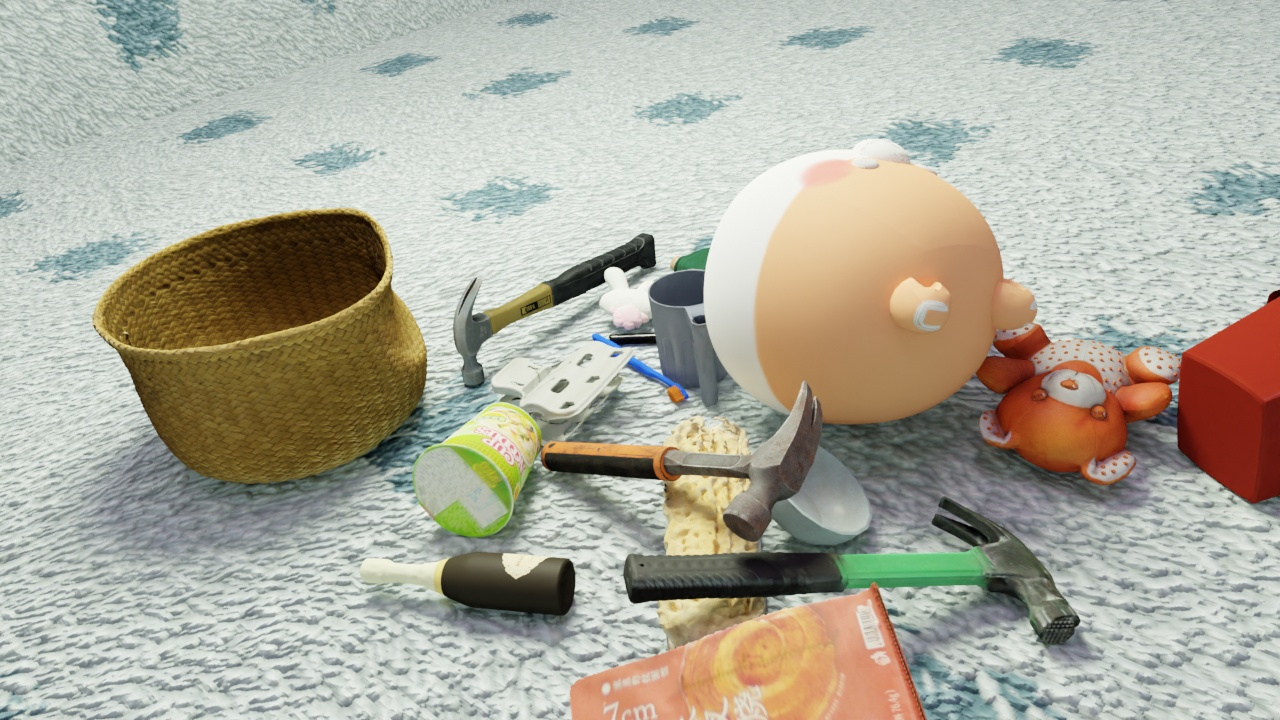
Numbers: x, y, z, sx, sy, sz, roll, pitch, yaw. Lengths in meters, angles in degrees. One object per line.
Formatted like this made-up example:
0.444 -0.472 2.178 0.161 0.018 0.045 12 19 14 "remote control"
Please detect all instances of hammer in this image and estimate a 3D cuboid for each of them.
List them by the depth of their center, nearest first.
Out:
0.146 0.154 0.670 0.318 0.032 0.130 1 33 -13 "hammer"
0.019 0.077 0.784 0.315 0.035 0.137 -4 39 51 "hammer"
-0.096 -0.089 1.129 0.025 0.118 0.331 19 36 38 "hammer"

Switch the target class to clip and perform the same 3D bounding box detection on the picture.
-0.084 0.041 0.974 0.153 0.096 0.125 -10 24 40 "clip"

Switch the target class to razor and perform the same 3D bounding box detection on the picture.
0.034 -0.029 1.072 0.144 0.022 0.042 -7 7 12 "razor"

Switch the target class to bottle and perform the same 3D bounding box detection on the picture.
-0.148 0.181 0.761 0.185 0.045 0.045 1 34 15 "bottle"
0.084 -0.100 1.130 0.061 0.061 0.131 -25 35 -27 "bottle"

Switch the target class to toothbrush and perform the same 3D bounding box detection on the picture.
-0.006 0.006 1.028 0.018 0.016 0.182 -31 38 -23 "toothbrush"

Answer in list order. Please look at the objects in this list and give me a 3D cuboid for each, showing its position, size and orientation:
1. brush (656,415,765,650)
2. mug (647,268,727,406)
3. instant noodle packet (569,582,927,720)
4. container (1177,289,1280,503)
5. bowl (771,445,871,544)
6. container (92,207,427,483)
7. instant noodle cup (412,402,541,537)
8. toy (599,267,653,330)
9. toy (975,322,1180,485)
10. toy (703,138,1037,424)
0.058 0.142 0.760 0.083 0.057 0.270 -5 32 7 "brush"
0.059 -0.024 0.976 0.084 0.104 0.123 -12 32 -5 "mug"
0.066 0.248 0.562 0.221 0.084 0.164 -16 49 5 "instant noodle packet"
0.558 0.015 0.754 0.200 0.148 0.127 -23 33 -5 "container"
0.139 0.115 0.772 0.106 0.039 0.106 24 33 -17 "bowl"
-0.389 -0.012 0.986 0.307 0.197 0.306 -5 33 3 "container"
-0.144 0.094 0.859 0.099 0.099 0.107 3 27 18 "instant noodle cup"
-0.013 -0.071 1.125 0.079 0.038 0.122 14 32 -3 "toy"
0.384 0.031 0.823 0.164 0.093 0.172 17 43 26 "toy"
0.202 -0.068 0.848 0.262 0.266 0.281 -3 14 -34 "toy"
